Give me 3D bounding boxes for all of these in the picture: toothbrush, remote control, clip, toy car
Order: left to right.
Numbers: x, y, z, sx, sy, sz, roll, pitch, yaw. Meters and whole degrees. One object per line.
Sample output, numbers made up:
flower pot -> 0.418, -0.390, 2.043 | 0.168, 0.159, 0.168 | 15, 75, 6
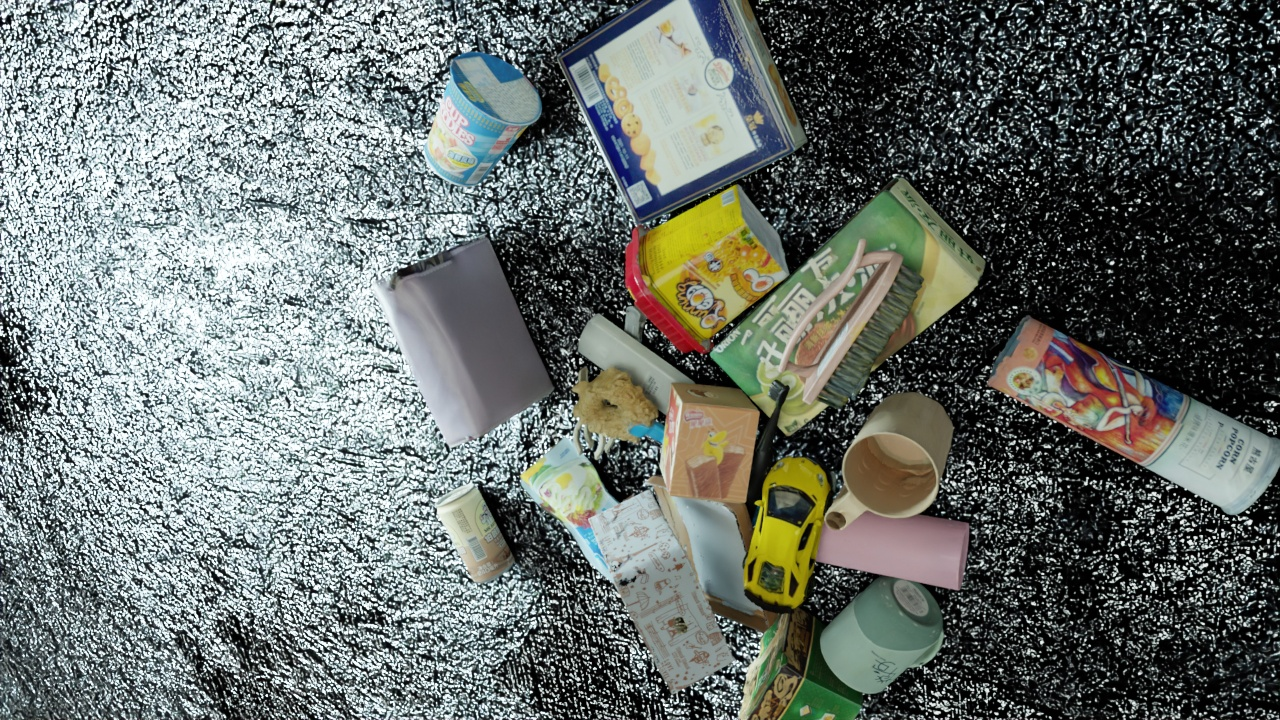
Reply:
clip -> -0.041, 0.062, 1.029 | 0.076, 0.034, 0.104 | 22, 111, 21
clip -> -0.006, -0.039, 0.978 | 0.024, 0.027, 0.056 | 27, 130, 18
remote control -> -0.006, 0.006, 0.985 | 0.135, 0.019, 0.056 | 35, 138, 9
toothbrush -> 0.117, 0.099, 0.908 | 0.027, 0.026, 0.213 | 40, 141, 30
toy car -> 0.142, 0.168, 0.897 | 0.071, 0.041, 0.156 | 17, 99, 29

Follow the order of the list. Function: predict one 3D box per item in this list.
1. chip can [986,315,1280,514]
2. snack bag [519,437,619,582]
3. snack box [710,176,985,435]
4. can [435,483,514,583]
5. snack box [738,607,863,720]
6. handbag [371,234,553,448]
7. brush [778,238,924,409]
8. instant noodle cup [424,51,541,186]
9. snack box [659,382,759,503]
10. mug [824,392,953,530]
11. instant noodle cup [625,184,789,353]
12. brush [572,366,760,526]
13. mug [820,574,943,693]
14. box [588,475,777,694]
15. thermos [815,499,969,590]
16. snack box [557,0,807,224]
chip can -> 0.403, 0.042, 0.763 | 0.215, 0.071, 0.071 | 30, 121, 15
snack bag -> -0.055, 0.185, 1.084 | 0.191, 0.038, 0.111 | 48, 119, -1
snack box -> 0.184, -0.044, 0.845 | 0.114, 0.063, 0.241 | 47, 125, 1
can -> -0.210, 0.220, 1.166 | 0.059, 0.058, 0.116 | -21, 100, 33
snack box -> 0.180, 0.345, 0.992 | 0.105, 0.118, 0.118 | 24, 121, 3
handbag -> -0.197, -0.020, 1.008 | 0.099, 0.144, 0.197 | -19, 100, 29
brush -> 0.177, -0.032, 0.777 | 0.073, 0.063, 0.146 | 28, 122, 2
instant noodle cup -> -0.168, -0.239, 0.938 | 0.099, 0.099, 0.110 | 46, 131, 3
snack box -> 0.066, 0.080, 0.913 | 0.077, 0.092, 0.094 | 6, 101, -6
mug -> 0.230, 0.097, 0.857 | 0.084, 0.103, 0.125 | 43, 123, 6
instant noodle cup -> 0.064, -0.089, 0.857 | 0.124, 0.115, 0.116 | -32, 122, 22
brush -> 0.035, 0.098, 0.984 | 0.254, 0.045, 0.083 | 38, 121, -4
mug -> 0.260, 0.280, 0.938 | 0.111, 0.082, 0.107 | 22, 123, -17
box -> 0.056, 0.225, 0.983 | 0.158, 0.148, 0.182 | -25, 118, -4
thermos -> 0.218, 0.186, 0.914 | 0.199, 0.087, 0.067 | 6, 156, 24
snack box -> 0.037, -0.243, 0.851 | 0.183, 0.045, 0.178 | -20, 100, 33
